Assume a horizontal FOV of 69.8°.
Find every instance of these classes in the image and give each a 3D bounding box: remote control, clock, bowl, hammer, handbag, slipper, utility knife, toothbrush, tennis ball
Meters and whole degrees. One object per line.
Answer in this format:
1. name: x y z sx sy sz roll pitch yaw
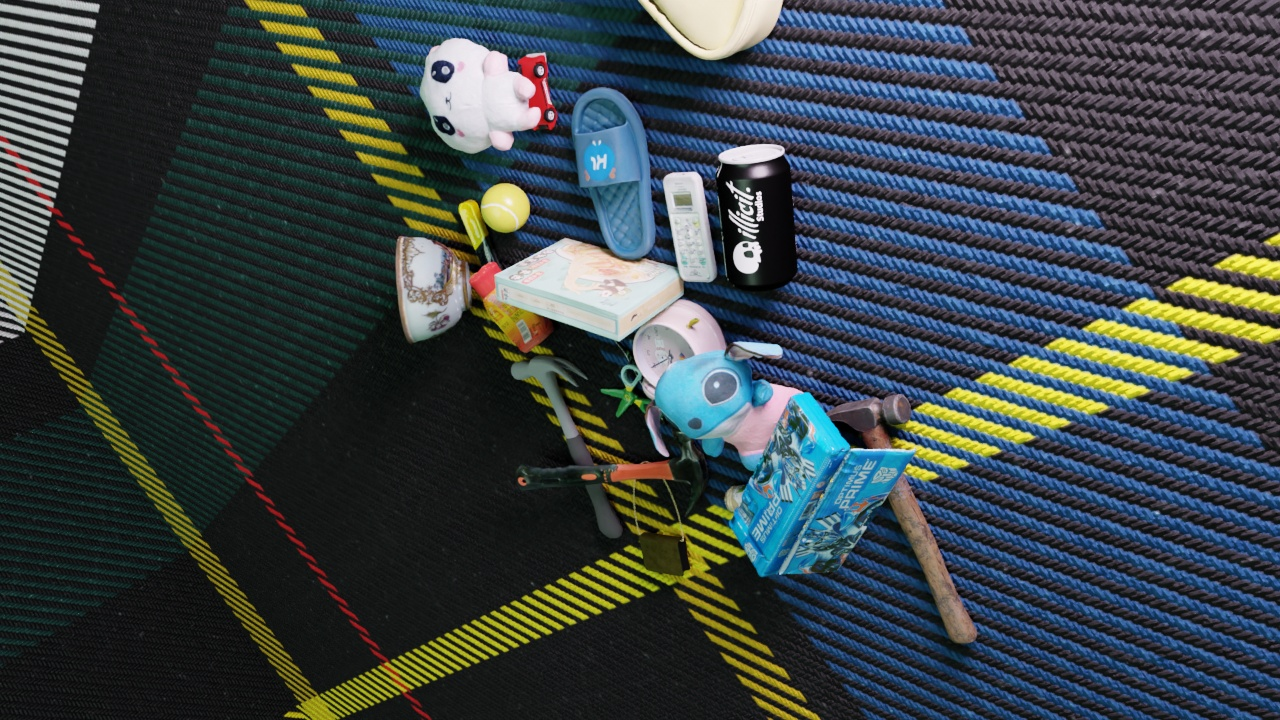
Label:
1. remote control: 0.061 -0.159 1.095 0.050 0.022 0.133 6 119 37
2. clock: 0.049 0.003 1.175 0.117 0.058 0.158 11 122 34
3. bowl: -0.300 -0.107 1.351 0.094 0.159 0.160 -4 120 -5
4. hammer: -0.092 0.133 1.387 0.125 0.029 0.311 -8 110 42
5. handbag: 0.026 0.231 1.359 0.084 0.027 0.178 0 110 37
6. slipper: -0.038 -0.221 1.114 0.104 0.059 0.214 8 121 38
7. utility knife: -0.221 -0.148 1.329 0.029 0.020 0.174 -10 109 26
8. hammer: 0.319 0.195 1.096 0.120 0.033 0.330 -14 106 47
9. handbag: 0.051 -0.424 0.911 0.233 0.088 0.191 41 128 15
10. toothbrush: -0.007 0.007 1.255 0.017 0.014 0.188 -26 99 28
11. hammer: -0.052 0.165 1.341 0.334 0.033 0.133 -7 111 32
12. tennis ball: -0.181 -0.205 1.232 0.065 0.065 0.065 19 126 29

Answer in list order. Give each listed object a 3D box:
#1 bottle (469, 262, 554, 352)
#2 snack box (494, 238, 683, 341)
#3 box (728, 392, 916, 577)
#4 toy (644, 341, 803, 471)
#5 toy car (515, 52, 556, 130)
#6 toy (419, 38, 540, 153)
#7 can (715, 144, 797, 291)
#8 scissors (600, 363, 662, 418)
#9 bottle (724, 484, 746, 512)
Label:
1. bottle: -0.186 -0.078 1.310 0.134 0.048 0.072 50 131 -8
2. snack box: -0.064 -0.093 1.150 0.194 0.141 0.044 19 126 29
3. box: 0.209 0.156 1.099 0.114 0.113 0.244 58 145 36
4. toy: 0.116 0.050 1.090 0.191 0.098 0.225 26 132 -24
5. toy car: -0.127 -0.334 1.141 0.038 0.025 0.089 11 124 40
6. toy: -0.196 -0.326 1.142 0.180 0.101 0.139 19 119 35
7. can: 0.127 -0.155 1.003 0.080 0.080 0.146 10 121 35
8. scissors: -0.019 0.042 1.274 0.131 0.012 0.112 9 126 45
9. bottle: 0.163 0.182 1.203 0.110 0.042 0.043 -9 109 43
